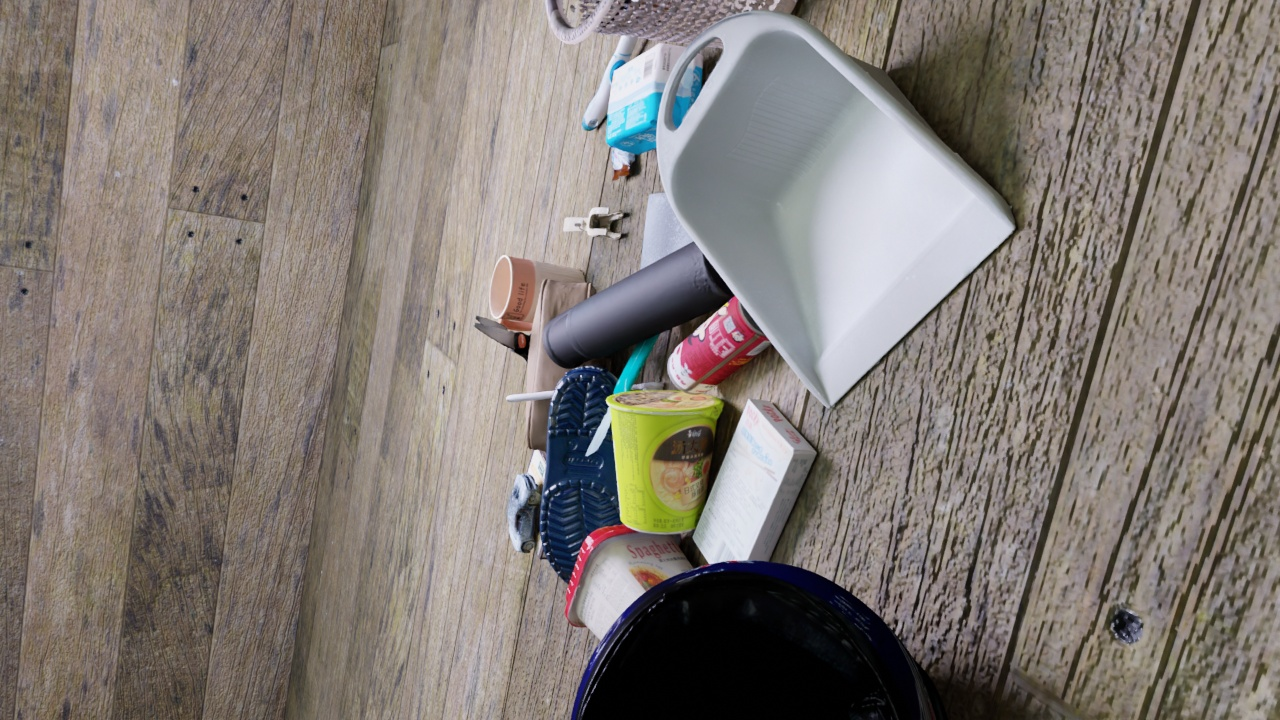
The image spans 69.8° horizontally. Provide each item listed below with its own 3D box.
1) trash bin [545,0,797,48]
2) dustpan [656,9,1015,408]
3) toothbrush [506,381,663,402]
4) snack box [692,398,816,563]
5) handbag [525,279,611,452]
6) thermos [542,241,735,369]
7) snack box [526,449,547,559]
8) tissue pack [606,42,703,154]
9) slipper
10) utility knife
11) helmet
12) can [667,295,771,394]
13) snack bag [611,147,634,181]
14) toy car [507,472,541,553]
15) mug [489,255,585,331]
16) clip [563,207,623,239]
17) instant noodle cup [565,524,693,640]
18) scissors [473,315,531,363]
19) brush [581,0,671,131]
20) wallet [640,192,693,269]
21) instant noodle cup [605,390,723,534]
[{"bbox_3d":[0.041,-0.383,0.839,0.228,0.192,0.227,-22,65,60],"label":"trash bin"},{"bbox_3d":[0.113,-0.134,0.711,0.223,0.142,0.257,-54,38,43],"label":"dustpan"},{"bbox_3d":[-0.062,0.038,1.007,0.016,0.180,0.016,31,-124,-75],"label":"toothbrush"},{"bbox_3d":[0.096,0.121,0.807,0.084,0.026,0.157,54,131,53],"label":"snack box"},{"bbox_3d":[-0.085,0.008,1.099,0.148,0.100,0.204,-115,32,-88],"label":"handbag"},{"bbox_3d":[0.000,-0.063,0.928,0.243,0.068,0.089,-21,38,43],"label":"thermos"},{"bbox_3d":[-0.115,0.170,1.169,0.113,0.053,0.126,52,129,53],"label":"snack box"},{"bbox_3d":[0.016,-0.283,1.006,0.140,0.063,0.090,-1,82,61],"label":"tissue pack"},{"bbox_3d":[-0.050,0.129,0.992,0.095,0.105,0.253,-29,-65,-73],"label":"slipper"},{"bbox_3d":[-0.006,0.006,0.943,0.029,0.013,0.218,-7,48,51],"label":"utility knife"},{"bbox_3d":[0.077,0.290,0.576,0.240,0.247,0.314,66,-163,-58],"label":"helmet"},{"bbox_3d":[0.078,-0.016,0.843,0.133,0.053,0.053,-43,48,52],"label":"can"},{"bbox_3d":[-0.019,-0.272,1.111,0.045,0.026,0.105,0,87,59],"label":"snack bag"},{"bbox_3d":[-0.149,0.193,1.153,0.049,0.031,0.106,-140,54,-61],"label":"toy car"},{"bbox_3d":[-0.141,-0.080,1.216,0.115,0.105,0.081,-57,38,41],"label":"mug"},{"bbox_3d":[-0.055,-0.168,1.143,0.101,0.074,0.035,4,89,58],"label":"clip"},{"bbox_3d":[0.006,0.232,0.878,0.124,0.116,0.117,43,123,44],"label":"instant noodle cup"},{"bbox_3d":[-0.142,-0.005,1.126,0.022,0.234,0.139,-4,97,21],"label":"scissors"},{"bbox_3d":[-0.012,-0.406,1.103,0.315,0.060,0.109,-39,55,57],"label":"brush"},{"bbox_3d":[0.037,-0.133,0.987,0.121,0.019,0.097,12,97,61],"label":"wallet"},{"bbox_3d":[0.022,0.098,0.881,0.112,0.111,0.123,17,108,62],"label":"instant noodle cup"}]
